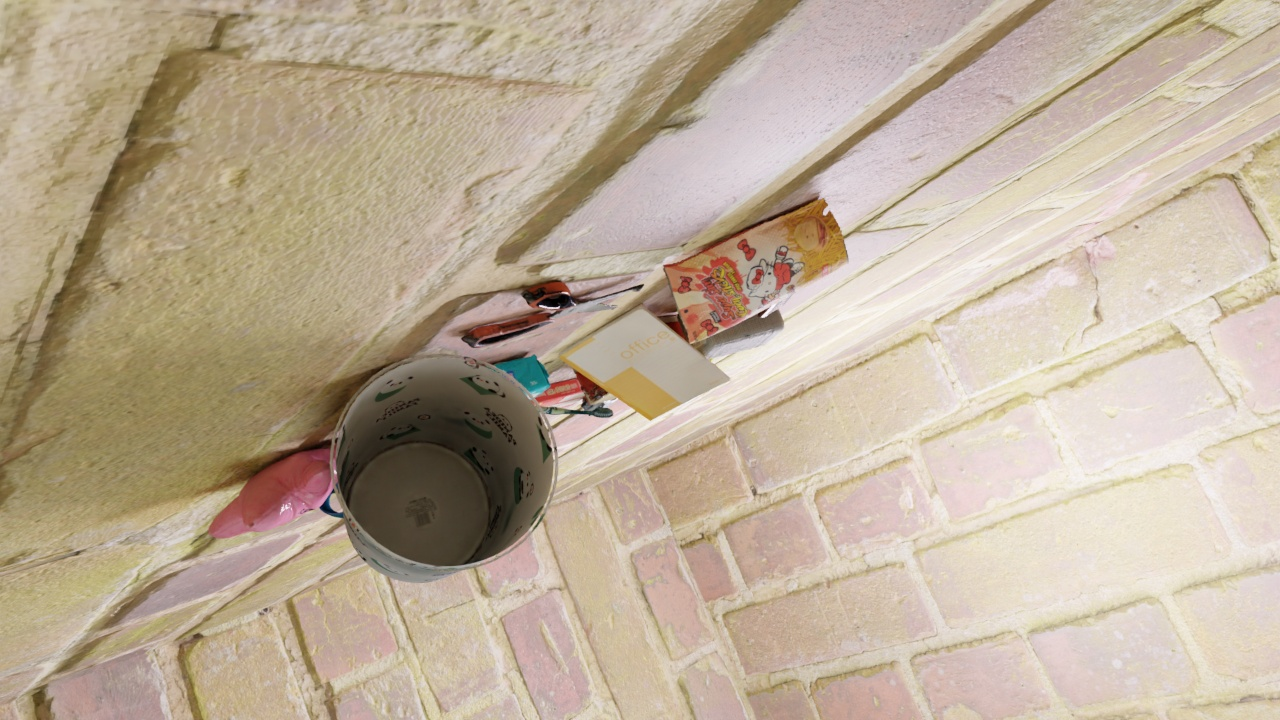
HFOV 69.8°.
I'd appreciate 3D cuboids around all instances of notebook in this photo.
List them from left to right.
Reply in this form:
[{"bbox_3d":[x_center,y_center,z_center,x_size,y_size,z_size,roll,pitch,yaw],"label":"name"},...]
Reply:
[{"bbox_3d":[0.008,0.009,1.257,0.146,0.010,0.206,-29,136,25],"label":"notebook"}]

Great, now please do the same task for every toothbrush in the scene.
[{"bbox_3d":[-0.133,0.071,1.338,0.191,0.016,0.018,4,154,-9],"label":"toothbrush"}]

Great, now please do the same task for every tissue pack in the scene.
[{"bbox_3d":[-0.188,0.038,1.152,0.133,0.050,0.093,-16,169,-38],"label":"tissue pack"}]

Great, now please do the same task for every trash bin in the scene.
[{"bbox_3d":[-0.236,0.142,1.042,0.229,0.229,0.253,-19,168,-26],"label":"trash bin"}]

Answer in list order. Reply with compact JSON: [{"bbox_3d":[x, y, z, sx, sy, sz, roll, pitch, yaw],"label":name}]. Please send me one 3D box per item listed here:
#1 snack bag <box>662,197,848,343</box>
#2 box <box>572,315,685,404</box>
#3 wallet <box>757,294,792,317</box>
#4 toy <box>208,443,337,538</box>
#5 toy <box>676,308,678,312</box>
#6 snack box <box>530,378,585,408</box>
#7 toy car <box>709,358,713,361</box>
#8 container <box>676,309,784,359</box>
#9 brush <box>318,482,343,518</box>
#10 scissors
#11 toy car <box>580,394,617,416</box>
[{"bbox_3d":[0.134,-0.105,1.074,0.208,0.073,0.129,-27,135,-4],"label":"snack bag"},{"bbox_3d":[-0.008,0.008,1.334,0.169,0.078,0.091,-31,169,31],"label":"box"},{"bbox_3d":[0.197,-0.114,1.188,0.125,0.032,0.101,-54,166,29],"label":"wallet"},{"bbox_3d":[-0.443,0.167,1.119,0.195,0.074,0.178,-29,-170,12],"label":"toy"},{"bbox_3d":[0.077,-0.086,1.179,0.096,0.031,0.100,-22,165,-40],"label":"toy"},{"bbox_3d":[-0.143,0.060,1.438,0.152,0.025,0.075,-14,166,-47],"label":"snack box"},{"bbox_3d":[0.075,0.014,1.348,0.105,0.032,0.048,-37,-179,-41],"label":"toy car"},{"bbox_3d":[0.122,-0.057,1.284,0.114,0.090,0.090,-17,168,-20],"label":"container"},{"bbox_3d":[-0.389,0.171,1.209,0.144,0.073,0.055,-7,162,39],"label":"brush"},{"bbox_3d":[-0.092,-0.054,0.995,0.189,0.015,0.226,-26,169,6],"label":"scissors"},{"bbox_3d":[-0.052,0.051,1.516,0.054,0.037,0.120,-35,-175,39],"label":"toy car"}]
